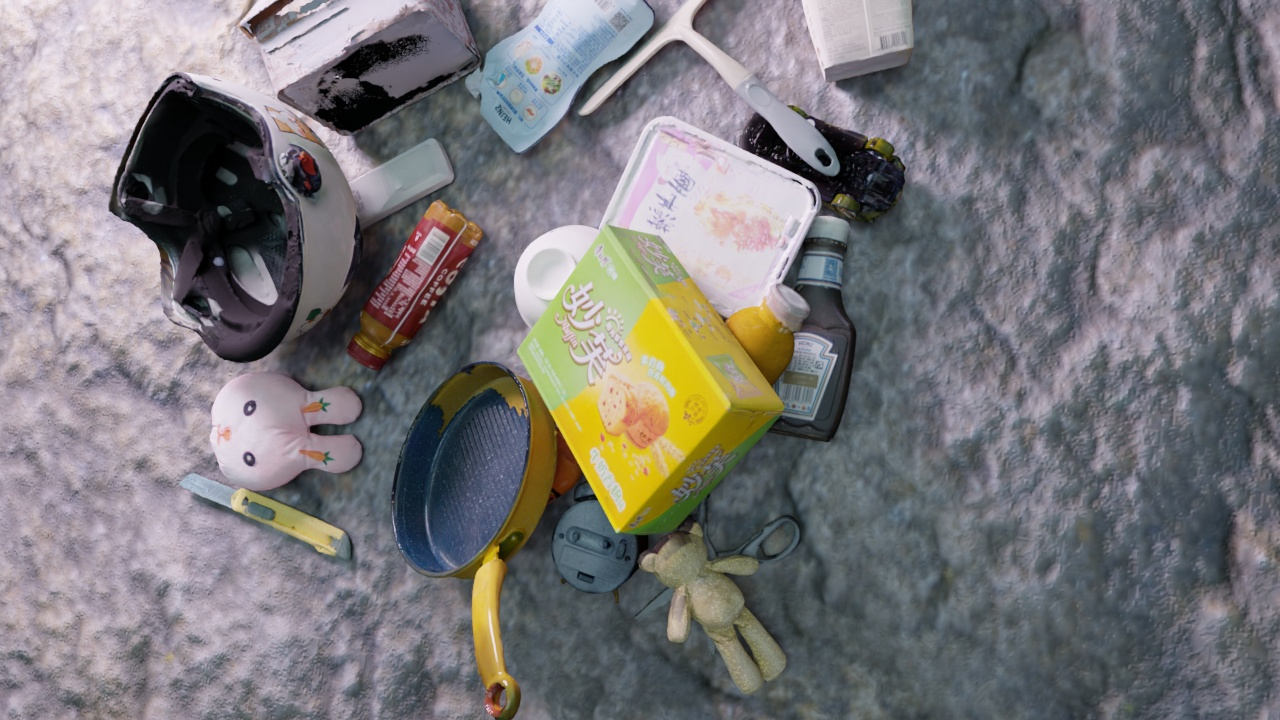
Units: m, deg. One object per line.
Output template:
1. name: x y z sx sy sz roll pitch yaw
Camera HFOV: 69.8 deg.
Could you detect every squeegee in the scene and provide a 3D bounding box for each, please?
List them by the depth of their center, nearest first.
1. squeegee: 0.090 -0.248 0.822 0.247 0.039 0.246 -43 66 8

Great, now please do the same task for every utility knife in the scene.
1. utility knife: -0.388 0.157 0.949 0.216 0.022 0.031 18 84 20

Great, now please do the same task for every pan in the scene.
1. pan: -0.135 0.142 0.762 0.198 0.078 0.357 -49 44 18

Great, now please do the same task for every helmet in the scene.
1. helmet: -0.366 -0.140 0.890 0.231 0.156 0.274 -42 81 30

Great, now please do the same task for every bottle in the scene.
1. bottle: 0.074 0.017 0.784 0.068 0.067 0.190 43 118 14
2. bottle: 0.151 -0.029 0.810 0.080 0.044 0.195 9 87 15
3. bottle: -0.122 0.125 0.860 0.150 0.066 0.066 -42 77 15
4. bottle: -0.225 -0.071 0.902 0.057 0.057 0.175 37 95 14

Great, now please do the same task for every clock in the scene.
1. clock: -0.031 0.155 0.835 0.082 0.055 0.122 16 89 16

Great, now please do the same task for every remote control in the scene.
1. remote control: -0.252 -0.179 0.935 0.125 0.024 0.049 -26 79 12

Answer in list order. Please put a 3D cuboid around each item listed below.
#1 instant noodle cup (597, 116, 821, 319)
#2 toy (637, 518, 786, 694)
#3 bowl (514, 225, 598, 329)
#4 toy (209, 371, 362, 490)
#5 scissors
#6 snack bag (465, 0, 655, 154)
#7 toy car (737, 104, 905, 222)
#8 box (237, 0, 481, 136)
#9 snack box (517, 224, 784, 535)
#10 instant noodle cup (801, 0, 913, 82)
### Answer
1. instant noodle cup: 0.063 -0.124 0.825 0.173 0.060 0.138 29 102 16
2. toy: 0.066 0.216 0.798 0.105 0.066 0.157 -35 85 -19
3. bowl: -0.074 -0.076 0.860 0.118 0.064 0.118 -1 85 15
4. toy: -0.361 0.069 0.930 0.159 0.054 0.121 -4 85 6
5. scissors: 0.061 0.180 0.831 0.179 0.014 0.159 -34 79 11
6. snack bag: -0.083 -0.300 0.896 0.191 0.038 0.110 -44 82 9
7. toy car: 0.160 -0.178 0.819 0.158 0.042 0.070 32 90 23
8. box: -0.286 -0.350 0.895 0.182 0.152 0.174 -24 78 11
9. snack box: -0.001 0.015 0.760 0.158 0.070 0.210 -52 55 29
10. instant noodle cup: 0.187 -0.316 0.796 0.117 0.116 0.124 -9 94 14
